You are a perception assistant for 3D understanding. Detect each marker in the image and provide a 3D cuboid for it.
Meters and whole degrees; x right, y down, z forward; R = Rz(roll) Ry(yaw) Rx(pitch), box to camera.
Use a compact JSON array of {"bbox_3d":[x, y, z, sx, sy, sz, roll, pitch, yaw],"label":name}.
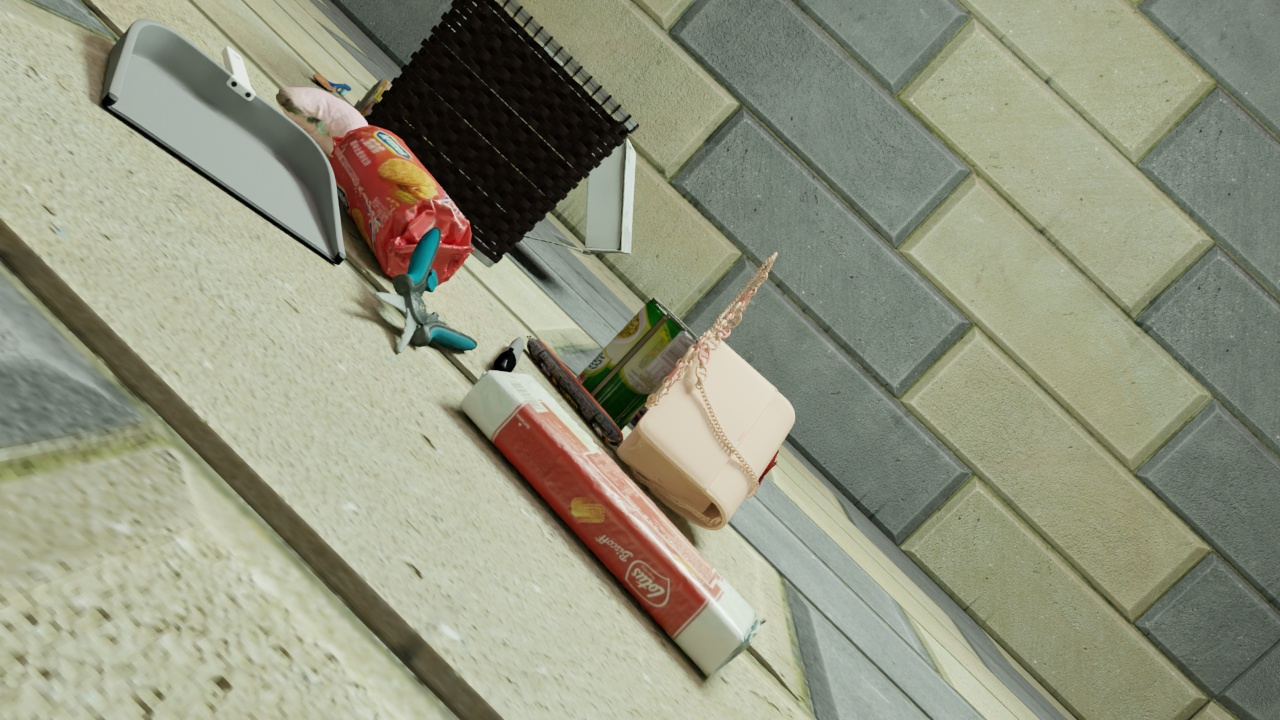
[{"bbox_3d":[-0.106,-0.007,0.758,0.016,0.022,0.138,28,8,-6],"label":"marker"}]

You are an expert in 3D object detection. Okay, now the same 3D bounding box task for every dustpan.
[{"bbox_3d":[-0.290,-0.177,0.653,0.163,0.033,0.257,39,7,-40],"label":"dustpan"}]

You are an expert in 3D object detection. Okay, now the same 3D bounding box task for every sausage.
[{"bbox_3d":[-0.061,0.027,0.837,0.155,0.020,0.020,47,7,27],"label":"sausage"}]

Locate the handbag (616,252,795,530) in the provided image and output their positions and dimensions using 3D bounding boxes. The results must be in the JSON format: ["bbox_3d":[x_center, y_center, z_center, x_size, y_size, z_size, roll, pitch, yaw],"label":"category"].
[{"bbox_3d":[0.081,0.040,0.770,0.116,0.188,0.198,39,47,5],"label":"handbag"}]

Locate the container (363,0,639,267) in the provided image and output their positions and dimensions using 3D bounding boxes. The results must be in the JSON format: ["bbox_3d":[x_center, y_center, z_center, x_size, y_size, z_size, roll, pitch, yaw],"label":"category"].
[{"bbox_3d":[-0.185,-0.292,1.151,0.245,0.244,0.247,42,6,-16],"label":"container"}]

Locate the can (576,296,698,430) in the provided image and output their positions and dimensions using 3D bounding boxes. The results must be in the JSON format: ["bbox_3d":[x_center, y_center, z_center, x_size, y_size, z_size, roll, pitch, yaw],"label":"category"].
[{"bbox_3d":[-0.005,0.005,0.870,0.067,0.121,0.067,43,6,-5],"label":"can"}]

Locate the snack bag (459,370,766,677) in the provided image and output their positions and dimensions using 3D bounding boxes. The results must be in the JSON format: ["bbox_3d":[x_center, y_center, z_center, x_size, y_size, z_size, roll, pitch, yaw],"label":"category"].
[{"bbox_3d":[-0.017,0.094,0.567,0.225,0.041,0.077,47,7,12],"label":"snack bag"}]

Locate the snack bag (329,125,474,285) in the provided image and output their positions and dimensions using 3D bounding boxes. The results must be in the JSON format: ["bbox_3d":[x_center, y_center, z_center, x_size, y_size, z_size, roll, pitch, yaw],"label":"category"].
[{"bbox_3d":[-0.195,-0.124,0.739,0.082,0.082,0.176,37,9,-48],"label":"snack bag"}]

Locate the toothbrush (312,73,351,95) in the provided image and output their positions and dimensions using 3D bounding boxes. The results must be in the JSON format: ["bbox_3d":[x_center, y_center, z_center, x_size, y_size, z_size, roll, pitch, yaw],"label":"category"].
[{"bbox_3d":[-0.430,-0.383,1.276,0.021,0.017,0.135,39,9,-6],"label":"toothbrush"}]

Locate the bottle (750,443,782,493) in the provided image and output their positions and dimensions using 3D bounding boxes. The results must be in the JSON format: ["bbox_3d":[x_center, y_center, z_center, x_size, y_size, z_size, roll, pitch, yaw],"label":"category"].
[{"bbox_3d":[0.084,0.091,0.915,0.099,0.111,0.099,44,5,-5],"label":"bottle"}]

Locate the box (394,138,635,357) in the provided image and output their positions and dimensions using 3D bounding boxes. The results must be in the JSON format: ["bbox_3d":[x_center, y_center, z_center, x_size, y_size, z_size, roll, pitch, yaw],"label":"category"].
[{"bbox_3d":[-0.164,-0.158,1.417,0.165,0.446,0.167,54,6,-1],"label":"box"}]

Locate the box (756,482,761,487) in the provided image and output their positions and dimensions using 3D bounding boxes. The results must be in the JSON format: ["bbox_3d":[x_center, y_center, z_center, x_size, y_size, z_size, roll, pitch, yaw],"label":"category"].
[{"bbox_3d":[0.054,0.077,1.053,0.201,0.041,0.154,46,-11,6],"label":"box"}]

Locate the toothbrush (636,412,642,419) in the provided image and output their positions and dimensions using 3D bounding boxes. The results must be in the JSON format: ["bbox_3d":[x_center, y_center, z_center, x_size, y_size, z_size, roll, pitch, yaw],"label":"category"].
[{"bbox_3d":[0.033,0.090,1.048,0.135,0.016,0.021,44,5,7],"label":"toothbrush"}]

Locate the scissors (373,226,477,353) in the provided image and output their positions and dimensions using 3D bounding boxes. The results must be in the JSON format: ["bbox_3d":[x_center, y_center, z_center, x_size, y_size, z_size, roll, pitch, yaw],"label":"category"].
[{"bbox_3d":[-0.143,-0.033,0.630,0.148,0.019,0.118,-92,164,-52],"label":"scissors"}]

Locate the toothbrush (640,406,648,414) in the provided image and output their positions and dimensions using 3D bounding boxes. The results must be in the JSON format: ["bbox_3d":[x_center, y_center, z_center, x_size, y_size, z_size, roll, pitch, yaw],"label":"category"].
[{"bbox_3d":[0.025,0.078,1.110,0.187,0.012,0.017,43,-7,-11],"label":"toothbrush"}]

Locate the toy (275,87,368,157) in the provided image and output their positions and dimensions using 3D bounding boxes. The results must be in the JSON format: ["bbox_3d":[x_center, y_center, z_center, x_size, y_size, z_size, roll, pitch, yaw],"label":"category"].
[{"bbox_3d":[-0.291,-0.224,0.880,0.099,0.053,0.095,39,13,-5],"label":"toy"}]

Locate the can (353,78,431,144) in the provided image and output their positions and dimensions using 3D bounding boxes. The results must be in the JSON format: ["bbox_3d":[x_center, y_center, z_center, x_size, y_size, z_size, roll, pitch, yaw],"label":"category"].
[{"bbox_3d":[-0.341,-0.337,1.286,0.105,0.068,0.067,40,7,-31],"label":"can"}]
